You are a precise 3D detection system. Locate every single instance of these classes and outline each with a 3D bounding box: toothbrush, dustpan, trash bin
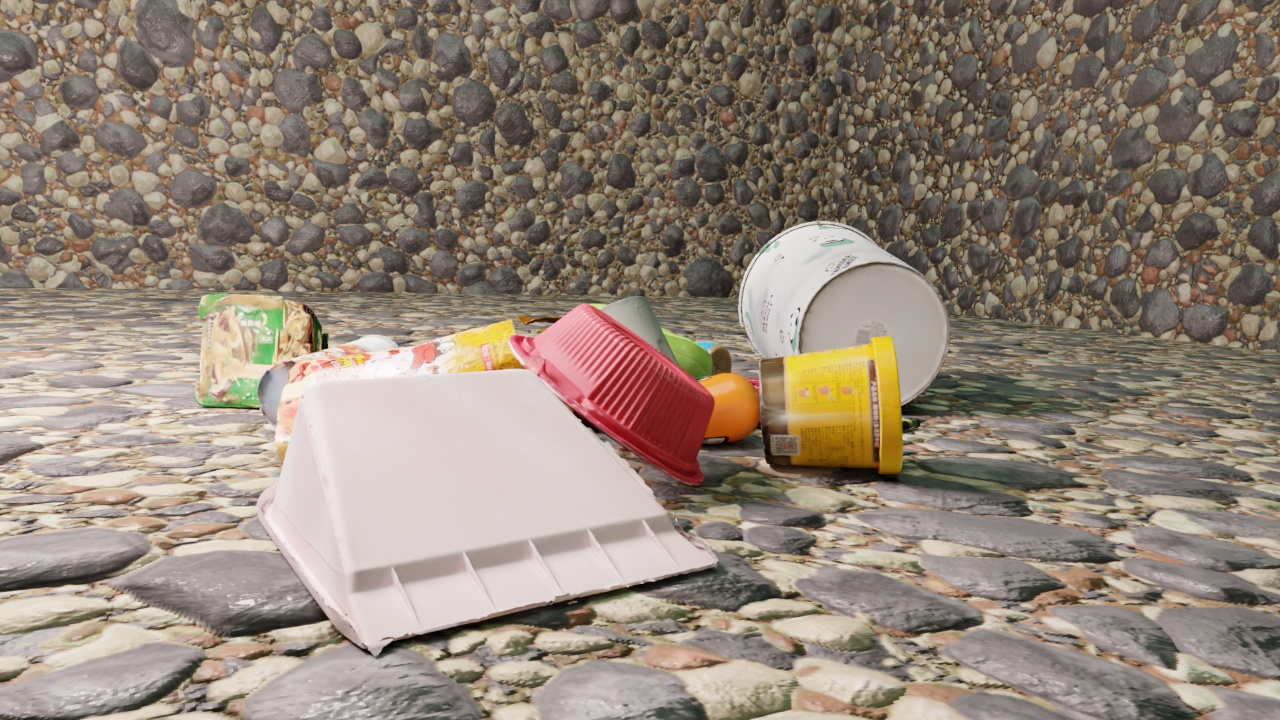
[{"bbox_3d":[0.238,0.074,0.943,0.185,0.012,0.017,-4,16,-43],"label":"toothbrush"},{"bbox_3d":[-0.119,0.106,0.590,0.222,0.139,0.273,-1,36,-34],"label":"dustpan"},{"bbox_3d":[0.262,-0.053,1.180,0.229,0.230,0.251,2,13,-5],"label":"trash bin"}]

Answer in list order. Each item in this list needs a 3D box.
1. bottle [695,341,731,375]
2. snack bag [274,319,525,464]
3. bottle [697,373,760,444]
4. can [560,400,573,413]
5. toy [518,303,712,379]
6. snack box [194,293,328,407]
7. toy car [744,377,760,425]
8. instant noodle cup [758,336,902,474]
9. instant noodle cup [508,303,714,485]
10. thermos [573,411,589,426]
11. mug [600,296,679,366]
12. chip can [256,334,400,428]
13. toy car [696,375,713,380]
[{"bbox_3d":[0.021,-0.002,1.250,0.219,0.065,0.065,8,9,42],"label":"bottle"},{"bbox_3d":[-0.202,0.021,0.785,0.207,0.073,0.128,-11,37,-10],"label":"snack bag"},{"bbox_3d":[0.039,0.053,0.867,0.149,0.067,0.067,-9,12,-24],"label":"bottle"},{"bbox_3d":[-0.121,0.045,0.853,0.116,0.058,0.058,2,8,-3],"label":"can"},{"bbox_3d":[-0.021,-0.014,1.123,0.247,0.090,0.227,20,-10,5],"label":"toy"},{"bbox_3d":[-0.405,-0.005,0.999,0.117,0.118,0.106,2,-5,-3],"label":"snack box"},{"bbox_3d":[0.127,0.046,0.975,0.121,0.053,0.045,2,9,18],"label":"toy car"},{"bbox_3d":[0.164,0.042,0.797,0.114,0.118,0.118,-4,6,10],"label":"instant noodle cup"},{"bbox_3d":[-0.010,0.017,0.734,0.194,0.066,0.194,37,3,-3],"label":"instant noodle cup"},{"bbox_3d":[-0.091,0.022,1.011,0.090,0.068,0.242,4,7,-15],"label":"thermos"},{"bbox_3d":[-0.006,0.006,0.942,0.083,0.103,0.124,-27,-17,-2],"label":"mug"},{"bbox_3d":[-0.308,0.020,0.939,0.071,0.071,0.214,3,8,4],"label":"chip can"},{"bbox_3d":[0.057,0.041,1.021,0.034,0.043,0.090,-11,-3,40],"label":"toy car"}]
